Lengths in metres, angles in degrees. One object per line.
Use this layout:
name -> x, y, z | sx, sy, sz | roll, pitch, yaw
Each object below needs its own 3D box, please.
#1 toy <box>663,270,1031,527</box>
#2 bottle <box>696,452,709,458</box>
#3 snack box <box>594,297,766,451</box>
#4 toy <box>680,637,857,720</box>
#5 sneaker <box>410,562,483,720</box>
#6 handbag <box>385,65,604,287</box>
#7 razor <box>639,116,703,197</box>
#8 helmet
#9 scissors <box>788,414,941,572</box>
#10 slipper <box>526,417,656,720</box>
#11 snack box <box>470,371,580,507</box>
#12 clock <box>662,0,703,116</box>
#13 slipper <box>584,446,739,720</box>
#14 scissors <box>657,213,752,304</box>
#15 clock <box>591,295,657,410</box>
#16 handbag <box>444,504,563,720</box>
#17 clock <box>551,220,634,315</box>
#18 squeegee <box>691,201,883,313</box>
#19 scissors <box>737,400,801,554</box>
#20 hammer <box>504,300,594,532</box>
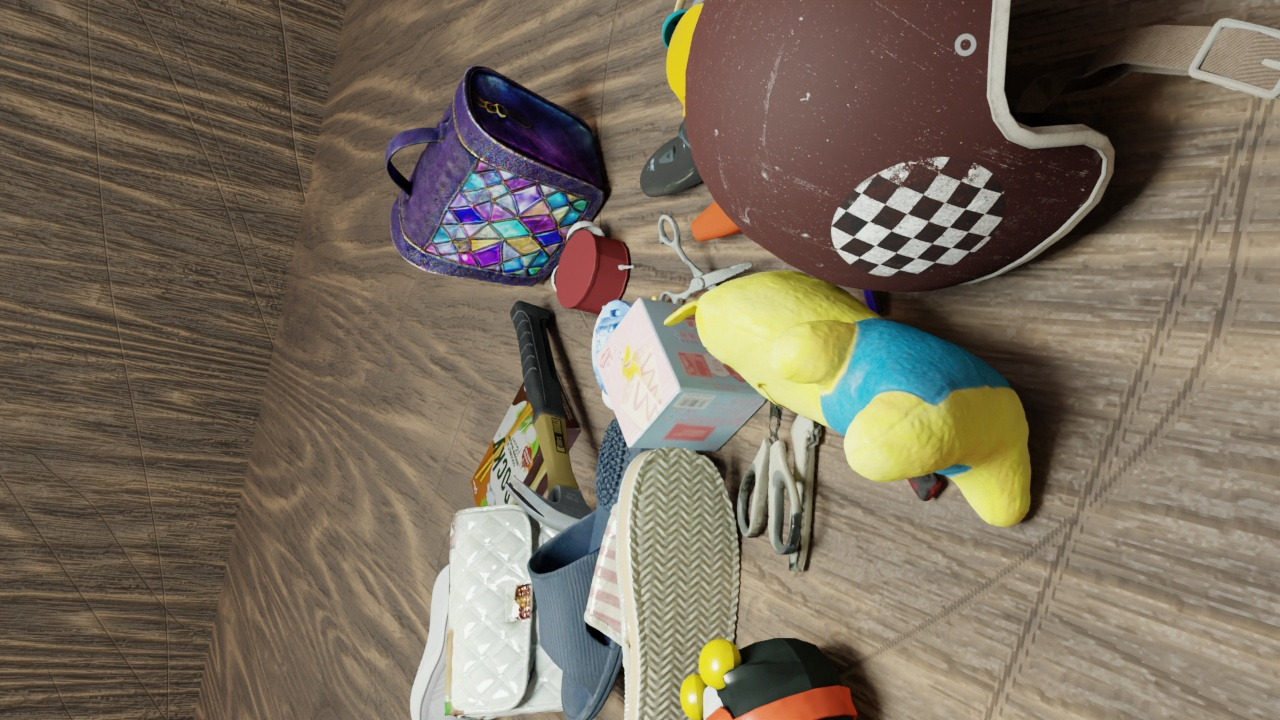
toy -> 0.123, 0.004, 0.542 | 0.084, 0.148, 0.214 | -60, 38, 10
bottle -> 0.030, 0.129, 0.751 | 0.047, 0.047, 0.112 | 11, 88, 59
snack box -> 0.030, 0.013, 0.737 | 0.080, 0.092, 0.094 | -51, 47, 37
toy -> 0.090, 0.235, 0.572 | 0.098, 0.099, 0.119 | 106, 150, -49
sneaker -> -0.162, 0.331, 0.962 | 0.129, 0.096, 0.263 | 31, 117, 33
handbag -> -0.172, -0.199, 1.020 | 0.205, 0.221, 0.125 | -46, 43, 40
razor -> 0.039, -0.187, 0.827 | 0.141, 0.063, 0.053 | -21, 61, 53
helmet -> 0.155, -0.149, 0.512 | 0.232, 0.253, 0.235 | -96, 27, -45
scissors -> 0.131, 0.060, 0.643 | 0.199, 0.015, 0.179 | 46, 118, 55
slipper -> -0.051, 0.161, 0.761 | 0.101, 0.082, 0.263 | 179, 104, -71
snack box -> -0.134, 0.110, 1.033 | 0.186, 0.031, 0.101 | -59, 36, 28
clock -> 0.058, -0.301, 0.860 | 0.099, 0.043, 0.129 | -15, 74, 56
slipper -> 0.016, 0.198, 0.691 | 0.052, 0.115, 0.262 | -12, 75, 57
scissors -> 0.049, -0.061, 0.802 | 0.141, 0.014, 0.165 | 58, 148, 23
clock -> -0.005, 0.005, 0.838 | 0.089, 0.051, 0.125 | 0, 89, 58
handbag -> -0.114, 0.228, 0.853 | 0.072, 0.139, 0.194 | 71, -167, -65
clock -> -0.055, -0.096, 0.966 | 0.124, 0.044, 0.087 | 47, 120, 53
squeegee -> 0.099, -0.134, 0.722 | 0.185, 0.055, 0.249 | -24, 78, 56
scissors -> 0.100, 0.065, 0.664 | 0.153, 0.012, 0.164 | -106, 28, -50
hammer -> -0.096, 0.046, 0.938 | 0.025, 0.117, 0.332 | -56, 32, 28
